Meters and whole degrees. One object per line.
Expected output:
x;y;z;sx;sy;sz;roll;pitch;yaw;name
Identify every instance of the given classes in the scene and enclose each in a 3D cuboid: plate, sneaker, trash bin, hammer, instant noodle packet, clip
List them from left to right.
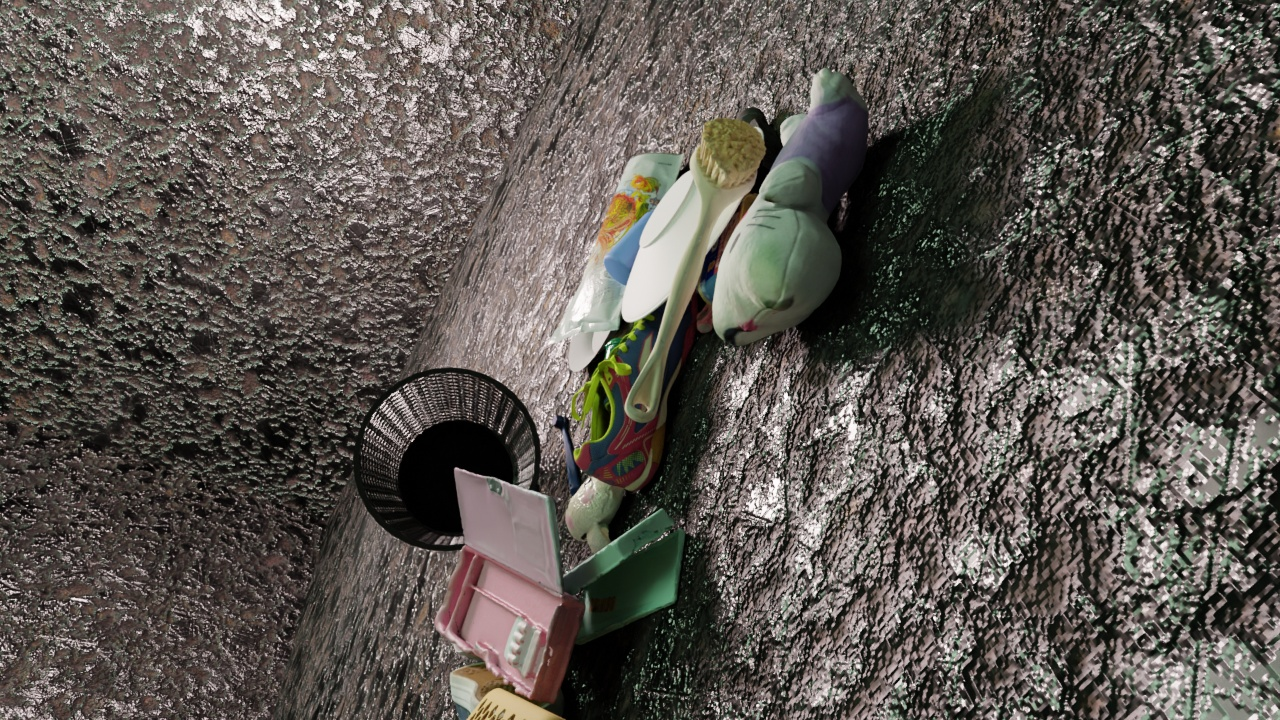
-0.245;0.141;1.198;0.243;0.217;0.216;124;165;-75;trash bin
-0.132;0.354;0.908;0.236;0.087;0.079;158;105;-65;sneaker
-0.047;-0.062;1.215;0.173;0.019;0.172;-53;23;34;plate
-0.030;-0.144;1.161;0.147;0.057;0.268;-14;47;52;instant noodle packet
-0.005;0.006;0.919;0.116;0.091;0.241;-37;34;59;sneaker
0.037;-0.142;0.910;0.230;0.030;0.229;-51;17;22;plate
0.048;-0.114;1.009;0.331;0.033;0.119;-55;23;31;hammer
0.072;-0.047;0.885;0.035;0.022;0.058;-92;26;-46;clip

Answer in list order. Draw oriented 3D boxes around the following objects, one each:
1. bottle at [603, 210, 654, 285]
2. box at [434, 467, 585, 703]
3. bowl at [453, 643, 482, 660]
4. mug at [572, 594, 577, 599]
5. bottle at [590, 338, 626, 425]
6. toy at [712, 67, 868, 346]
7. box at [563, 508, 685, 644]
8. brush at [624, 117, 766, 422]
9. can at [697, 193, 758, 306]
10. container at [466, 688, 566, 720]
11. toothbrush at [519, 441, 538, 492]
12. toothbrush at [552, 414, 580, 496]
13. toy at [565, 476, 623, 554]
0.014;-0.147;1.076;0.131;0.048;0.048;-49;12;-22;bottle
-0.123;0.197;0.852;0.233;0.055;0.180;4;88;59;box
-0.159;0.279;1.053;0.132;0.064;0.131;-53;23;34;bowl
-0.115;0.261;0.938;0.090;0.076;0.124;-67;19;0;mug
-0.028;0.030;1.026;0.043;0.042;0.109;-36;36;55;bottle
0.121;-0.112;0.727;0.138;0.085;0.209;133;158;-76;toy
-0.019;0.207;0.828;0.077;0.079;0.189;-29;-10;-41;box
0.041;-0.078;0.770;0.077;0.062;0.272;56;-127;-78;brush
0.094;-0.098;0.833;0.059;0.054;0.099;-39;34;51;can
-0.093;0.355;0.700;0.184;0.129;0.166;-23;38;63;container
-0.158;0.153;1.273;0.188;0.014;0.017;-125;53;-68;toothbrush
-0.093;0.113;1.139;0.016;0.017;0.190;-61;20;16;toothbrush
-0.046;0.152;0.933;0.087;0.050;0.112;-51;19;39;toy
